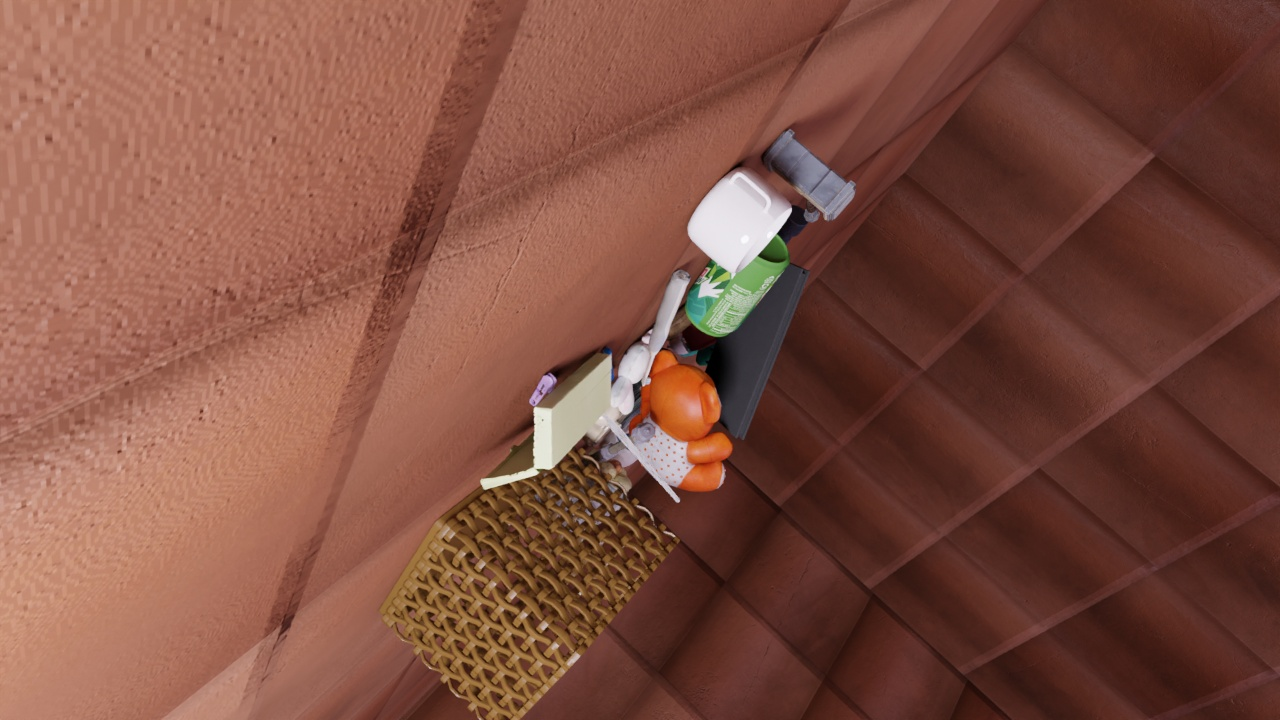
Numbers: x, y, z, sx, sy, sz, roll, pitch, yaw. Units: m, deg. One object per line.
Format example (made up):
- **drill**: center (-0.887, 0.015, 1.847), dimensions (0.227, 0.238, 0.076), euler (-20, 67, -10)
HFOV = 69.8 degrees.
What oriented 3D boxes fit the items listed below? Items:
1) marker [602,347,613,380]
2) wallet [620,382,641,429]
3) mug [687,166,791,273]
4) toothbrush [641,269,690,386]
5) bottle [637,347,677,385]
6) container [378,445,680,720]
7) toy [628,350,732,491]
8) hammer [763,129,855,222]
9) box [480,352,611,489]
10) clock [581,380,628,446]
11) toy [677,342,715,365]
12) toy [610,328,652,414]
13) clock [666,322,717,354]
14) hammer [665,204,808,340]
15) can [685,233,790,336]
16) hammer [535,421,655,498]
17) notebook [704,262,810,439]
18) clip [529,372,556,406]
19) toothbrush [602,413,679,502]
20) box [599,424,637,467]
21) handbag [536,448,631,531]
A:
- **marker**: center (-0.039, 0.005, 1.118), dimensions (0.013, 0.013, 0.142), euler (-46, 172, -10)
- **wallet**: center (-0.009, 0.060, 1.413), dimensions (0.100, 0.054, 0.131), euler (-40, 175, 10)
- **mug**: center (0.100, -0.146, 0.916), dimensions (0.094, 0.068, 0.116), euler (-45, 172, -19)
- **toothbrush**: center (0.024, -0.033, 1.114), dimensions (0.024, 0.022, 0.186), euler (-8, 138, -27)
- **bottle**: center (0.031, 0.007, 1.349), dimensions (0.055, 0.055, 0.174), euler (-49, 173, 10)
- **container**: center (-0.137, 0.270, 1.146), dimensions (0.250, 0.214, 0.220), euler (-37, 167, -52)
- **toy**: center (0.053, 0.078, 1.211), dimensions (0.092, 0.164, 0.173), euler (-19, 135, -40)
- **hammer**: center (0.207, -0.199, 1.119), dimensions (0.044, 0.098, 0.321), euler (-49, 172, 8)
- **box**: center (-0.085, 0.069, 0.974), dimensions (0.134, 0.061, 0.187), euler (-48, 179, 22)
- **clock**: center (-0.049, 0.074, 1.250), dimensions (0.093, 0.054, 0.141), euler (-45, 174, -12)
- **toy**: center (0.123, -0.037, 1.470), dimensions (0.131, 0.072, 0.193), euler (-26, -162, 15)
- **toy**: center (-0.007, 0.007, 1.191), dimensions (0.076, 0.037, 0.125), euler (58, 55, -77)
- **clock**: center (0.093, -0.048, 1.379), dimensions (0.125, 0.044, 0.086), euler (-23, -170, 34)
- **hammer**: center (0.128, -0.117, 1.345), dimensions (0.320, 0.040, 0.130), euler (-40, 173, -38)
- **can**: center (0.123, -0.104, 1.193), dimensions (0.082, 0.083, 0.144), euler (-39, 168, -47)
- **hammer**: center (-0.073, 0.142, 1.267), dimensions (0.146, 0.028, 0.318), euler (-27, 176, -37)
- **notebook**: center (0.143, -0.029, 1.235), dimensions (0.169, 0.019, 0.232), euler (-134, -118, -67)
- **clip**: center (-0.094, 0.026, 0.929), dimensions (0.051, 0.014, 0.045), euler (-50, 172, 30)
- **toothbrush**: center (-0.016, 0.097, 1.069), dimensions (0.010, 0.181, 0.010), euler (-37, 171, -30)
- **box**: center (-0.022, 0.127, 1.583), dimensions (0.081, 0.091, 0.160), euler (-39, 177, -28)
- **handbag**: center (-0.088, 0.216, 1.529), dimensions (0.124, 0.112, 0.171), euler (-50, 171, 22)
